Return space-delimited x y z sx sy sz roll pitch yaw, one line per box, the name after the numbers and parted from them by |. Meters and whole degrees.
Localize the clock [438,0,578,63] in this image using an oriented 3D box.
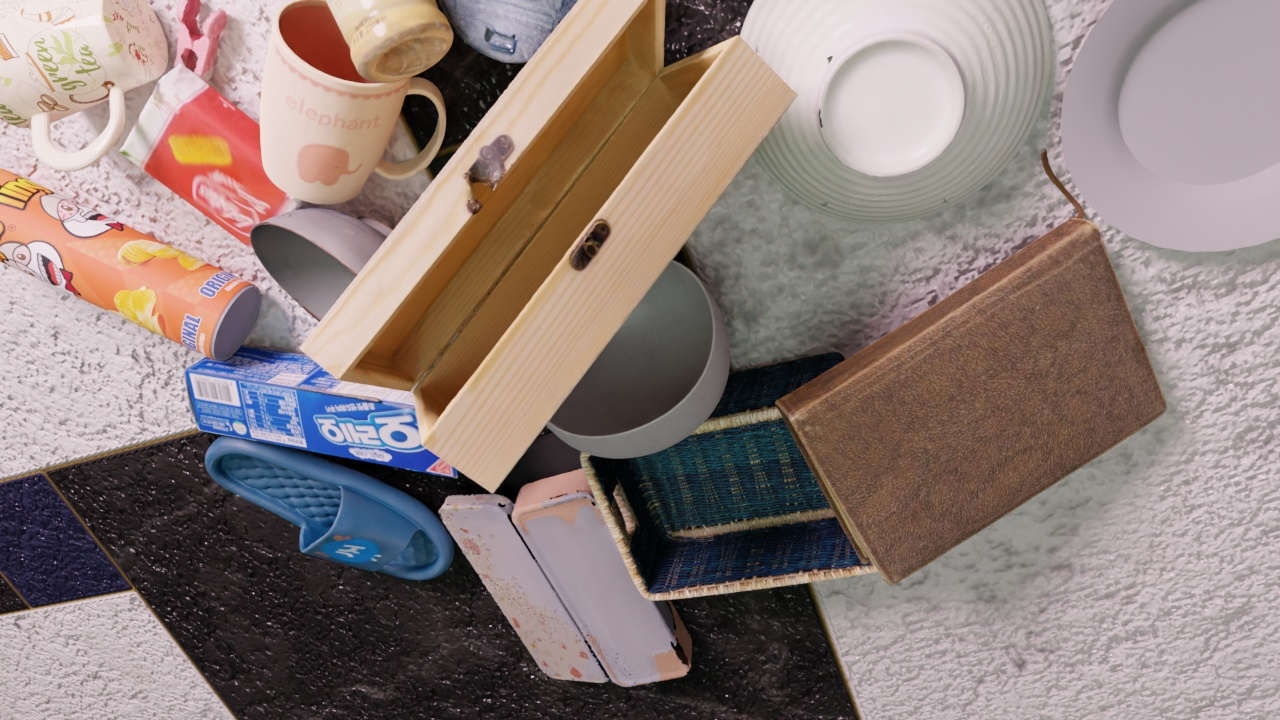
-0.064 -0.229 0.511 0.089 0.051 0.125 17 121 4 | clock

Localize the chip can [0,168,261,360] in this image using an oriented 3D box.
-0.391 -0.071 0.672 0.210 0.062 0.062 25 122 -2 | chip can

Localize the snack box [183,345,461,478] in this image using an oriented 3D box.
-0.228 0.034 0.685 0.227 0.059 0.059 7 117 16 | snack box

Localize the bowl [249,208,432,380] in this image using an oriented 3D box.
-0.185 -0.055 0.621 0.151 0.056 0.151 29 156 14 | bowl

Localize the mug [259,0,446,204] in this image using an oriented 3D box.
-0.179 -0.152 0.573 0.111 0.085 0.105 10 137 -27 | mug

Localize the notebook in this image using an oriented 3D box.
0.196 0.011 0.554 0.215 0.034 0.190 -31 112 1 | notebook

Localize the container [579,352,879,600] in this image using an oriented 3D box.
0.070 0.085 0.651 0.188 0.071 0.145 -13 116 19 | container

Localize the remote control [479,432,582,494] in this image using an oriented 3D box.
-0.078 0.080 0.718 0.125 0.010 0.039 -21 113 24 | remote control

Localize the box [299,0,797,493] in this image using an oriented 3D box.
-0.056 -0.077 0.490 0.123 0.140 0.249 39 88 -22 | box

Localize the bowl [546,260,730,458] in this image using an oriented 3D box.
-0.004 0.003 0.597 0.132 0.131 0.064 -11 149 19 | bowl

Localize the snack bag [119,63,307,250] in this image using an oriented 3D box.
-0.280 -0.132 0.617 0.116 0.036 0.077 39 126 -19 | snack bag

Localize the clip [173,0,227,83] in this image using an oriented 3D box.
-0.292 -0.209 0.593 0.038 0.022 0.059 24 124 -6 | clip

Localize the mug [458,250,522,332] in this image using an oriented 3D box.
-0.108 -0.060 0.613 0.088 0.086 0.114 48 147 2 | mug

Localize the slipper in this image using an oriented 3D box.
-0.255 0.129 0.749 0.213 0.059 0.104 31 134 -16 | slipper

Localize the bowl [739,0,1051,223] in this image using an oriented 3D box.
0.135 -0.147 0.502 0.177 0.070 0.177 6 121 10 | bowl

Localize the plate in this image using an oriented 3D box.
0.318 -0.142 0.492 0.173 0.019 0.173 6 121 10 | plate

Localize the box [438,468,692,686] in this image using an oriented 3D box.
-0.061 0.187 0.761 0.154 0.058 0.217 -14 120 20 | box

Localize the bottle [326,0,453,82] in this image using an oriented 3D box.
-0.162 -0.237 0.502 0.057 0.056 0.162 -27 89 25 | bottle

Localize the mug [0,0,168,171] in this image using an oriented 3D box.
-0.361 -0.179 0.583 0.097 0.081 0.122 -10 79 10 | mug
